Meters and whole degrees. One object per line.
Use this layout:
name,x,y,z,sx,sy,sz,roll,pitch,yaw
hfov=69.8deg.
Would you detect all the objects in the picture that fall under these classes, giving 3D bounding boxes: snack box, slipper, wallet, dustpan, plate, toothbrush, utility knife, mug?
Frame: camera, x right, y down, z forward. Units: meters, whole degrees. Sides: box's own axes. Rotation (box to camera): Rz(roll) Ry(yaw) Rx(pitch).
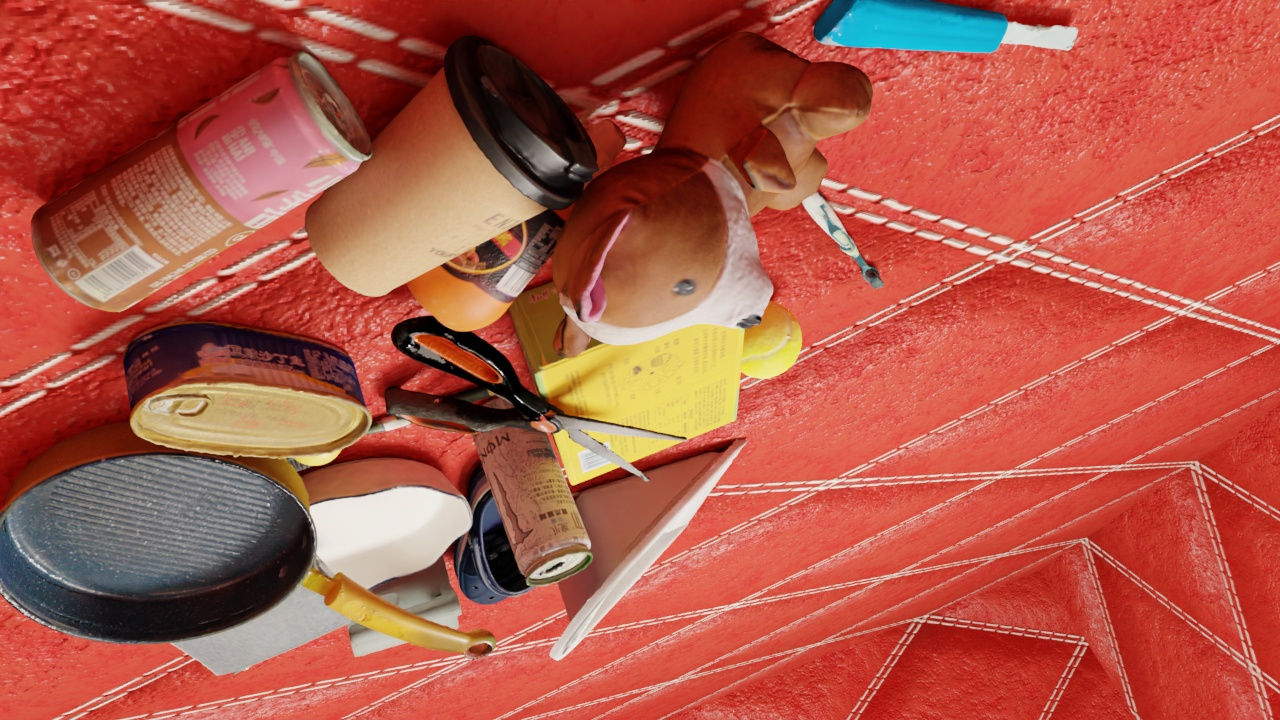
snack box,-0.004,0.004,0.712,0.157,0.070,0.210,-21,152,-8
slipper,-0.119,0.176,0.893,0.105,0.095,0.253,-10,145,-22
wallet,-0.310,0.209,0.759,0.129,0.037,0.107,-21,142,-6
dustpan,0.001,0.224,1.022,0.257,0.142,0.223,-9,148,-25
plate,-0.249,0.146,0.785,0.204,0.045,0.205,-19,152,-11
toothbrush,-0.180,0.047,0.701,0.185,0.017,0.012,-19,-168,-12
toothbrush,0.166,-0.093,0.739,0.016,0.018,0.191,-34,151,17
utility knife,0.202,-0.206,0.573,0.222,0.018,0.034,-6,145,-29
mug,-0.235,0.240,0.894,0.103,0.083,0.124,-12,-178,-19

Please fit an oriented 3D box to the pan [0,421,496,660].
pan,-0.262,0.157,0.662,0.357,0.078,0.198,22,120,-36

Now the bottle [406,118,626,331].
bottle,-0.067,-0.082,0.528,0.150,0.066,0.066,-41,149,13

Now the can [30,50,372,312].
can,-0.201,-0.080,0.422,0.147,0.058,0.058,-29,152,6

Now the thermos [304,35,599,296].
thermos,-0.097,-0.092,0.461,0.143,0.093,0.093,-30,153,24

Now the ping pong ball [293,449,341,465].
ping pong ball,-0.229,0.054,0.647,0.040,0.040,0.040,-19,152,-11

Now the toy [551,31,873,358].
toy,0.031,-0.077,0.496,0.199,0.130,0.140,-41,170,-16

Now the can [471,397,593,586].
can,-0.088,0.100,0.726,0.058,0.146,0.058,-19,152,-11

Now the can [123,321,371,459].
can,-0.240,0.020,0.571,0.075,0.049,0.148,-41,148,26

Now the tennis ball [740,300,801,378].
tennis ball,0.102,-0.018,0.765,0.065,0.065,0.066,-19,152,-11

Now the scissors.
scissors,-0.087,0.035,0.629,0.221,0.021,0.232,-2,147,29
